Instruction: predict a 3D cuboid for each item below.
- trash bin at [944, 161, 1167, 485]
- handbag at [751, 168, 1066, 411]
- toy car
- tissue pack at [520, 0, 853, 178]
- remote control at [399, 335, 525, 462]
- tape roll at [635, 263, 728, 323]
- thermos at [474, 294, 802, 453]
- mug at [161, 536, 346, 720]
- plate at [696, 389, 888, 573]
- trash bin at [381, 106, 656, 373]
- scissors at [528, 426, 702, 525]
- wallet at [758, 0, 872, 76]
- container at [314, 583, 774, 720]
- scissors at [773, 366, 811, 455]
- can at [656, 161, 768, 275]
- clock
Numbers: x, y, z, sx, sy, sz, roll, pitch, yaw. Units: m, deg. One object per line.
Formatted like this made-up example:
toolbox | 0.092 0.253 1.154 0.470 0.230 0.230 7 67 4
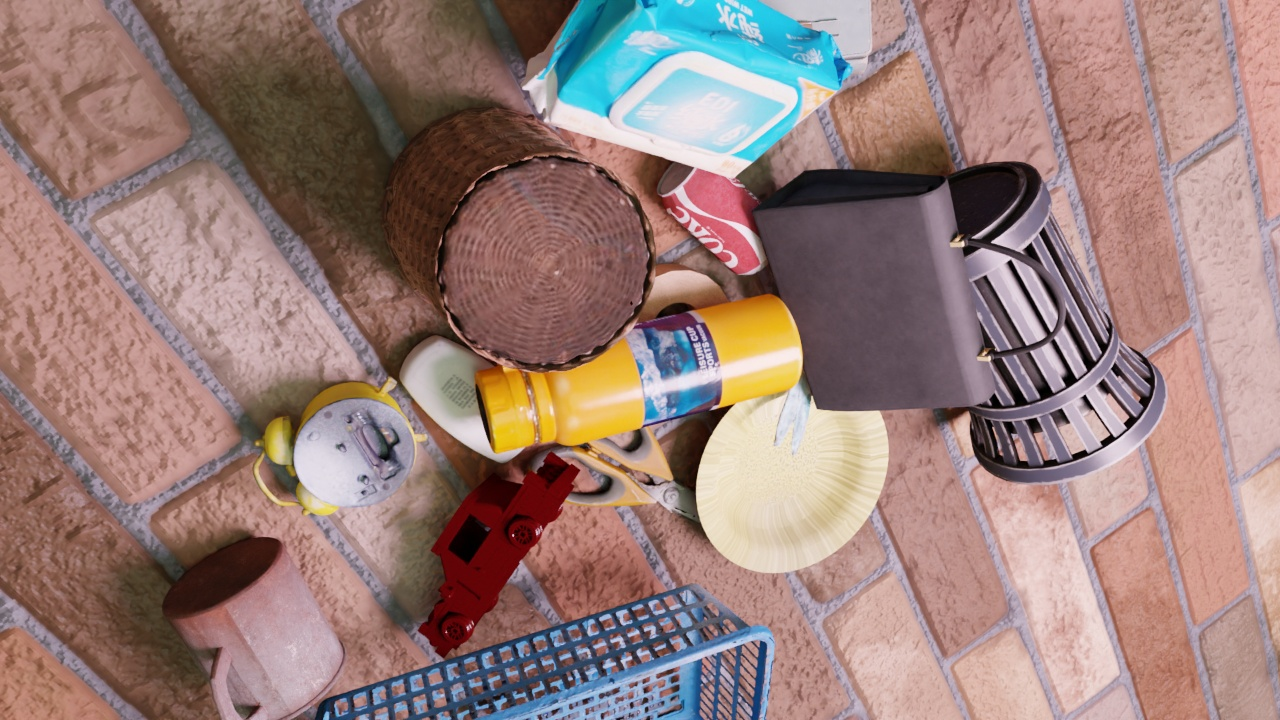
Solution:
trash bin | 0.305 -0.035 0.759 0.164 0.164 0.227 -40 113 -4
handbag | 0.200 -0.046 0.650 0.072 0.196 0.176 -39 119 -33
toy car | -0.117 0.142 0.701 0.062 0.070 0.170 36 108 3
tissue pack | 0.036 -0.183 0.589 0.209 0.117 0.066 5 63 -40
remote control | -0.128 0.029 0.691 0.114 0.028 0.060 40 91 -27
tape roll | 0.024 -0.029 0.728 0.094 0.027 0.094 -6 110 -18
thermos | -0.004 0.004 0.674 0.232 0.076 0.091 -14 75 -15
mug | -0.275 0.200 0.644 0.096 0.122 0.110 -23 112 4
plate | 0.127 0.093 0.801 0.184 0.036 0.184 -6 108 -19
trash bin | -0.075 -0.076 0.574 0.151 0.210 0.151 -7 110 -19
scissors | 0.007 0.115 0.778 0.229 0.016 0.114 39 92 -28
wallet | 0.108 -0.252 0.673 0.131 0.054 0.100 -15 113 -20
container | -0.079 0.317 0.744 0.361 0.089 0.258 -13 129 -16
scissors | 0.129 -0.009 0.747 0.101 0.016 0.178 34 72 -24
can | 0.061 -0.112 0.699 0.096 0.054 0.054 39 92 -27
clock | -0.216 0.064 0.654 0.118 0.057 0.083 -29 116 -10
